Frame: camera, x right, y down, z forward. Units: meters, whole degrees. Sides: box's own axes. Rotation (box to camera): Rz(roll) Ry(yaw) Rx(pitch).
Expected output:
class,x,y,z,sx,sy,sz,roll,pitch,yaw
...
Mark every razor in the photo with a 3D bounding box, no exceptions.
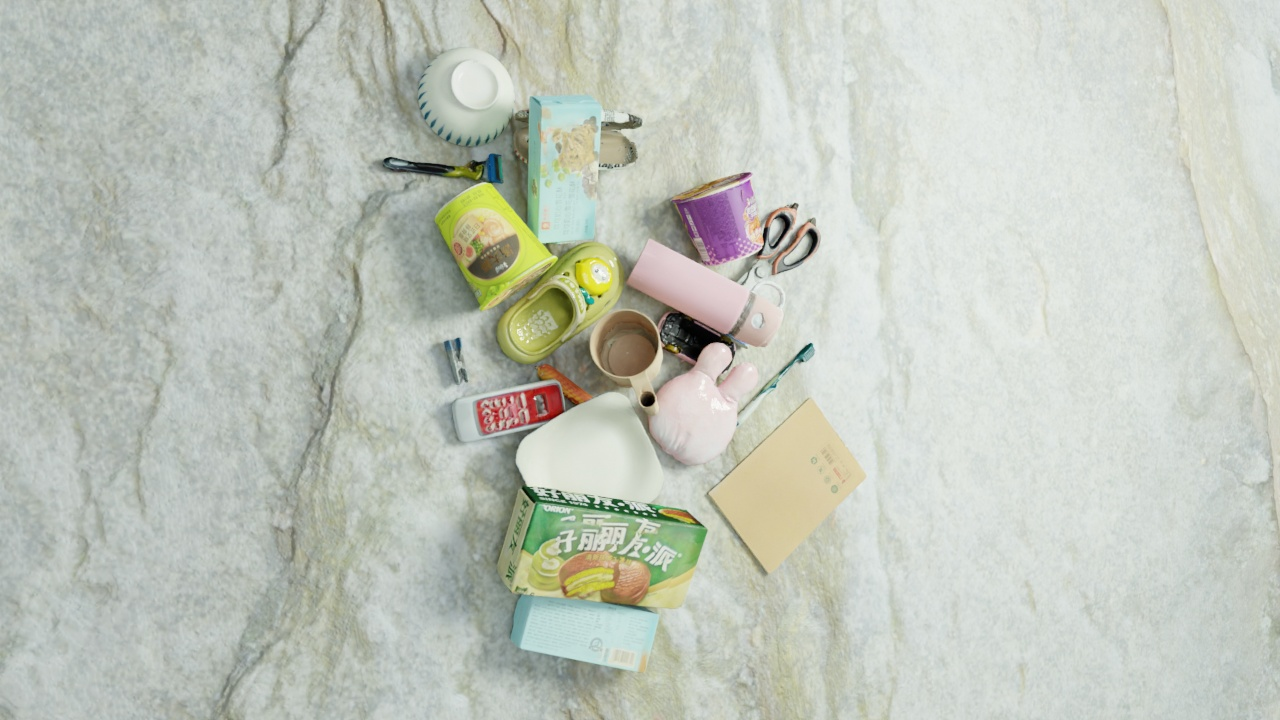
class,x,y,z,sx,sy,sz,roll,pitch,yaw
razor,-0.238,-0.231,1.108,0.142,0.022,0.042,0,61,-18

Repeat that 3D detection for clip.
class,x,y,z,sx,sy,sz,roll,pitch,yaw
clip,-0.221,0.001,1.105,0.038,0.026,0.058,-17,98,-28

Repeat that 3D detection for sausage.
class,x,y,z,sx,sy,sz,roll,pitch,yaw
sausage,-0.067,0.054,1.162,0.165,0.021,0.021,38,75,-15

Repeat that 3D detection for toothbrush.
class,x,y,z,sx,sy,sz,roll,pitch,yaw
toothbrush,0.178,0.042,1.261,0.191,0.016,0.018,-44,113,-17

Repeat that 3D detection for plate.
class,x,y,z,sx,sy,sz,roll,pitch,yaw
plate,-0.064,0.132,1.143,0.163,0.034,0.164,-29,108,-14

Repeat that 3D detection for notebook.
class,x,y,z,sx,sy,sz,roll,pitch,yaw
notebook,0.207,0.172,1.271,0.207,0.008,0.148,-41,101,-18

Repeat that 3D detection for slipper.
class,x,y,z,sx,sy,sz,roll,pitch,yaw
slipper,-0.090,-0.069,1.128,0.190,0.082,0.091,-43,105,-15

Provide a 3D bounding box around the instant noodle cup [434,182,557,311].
class,x,y,z,sx,sy,sz,roll,pitch,yaw
instant noodle cup,-0.179,-0.139,1.088,0.111,0.112,0.123,-36,92,-19

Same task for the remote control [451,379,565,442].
class,x,y,z,sx,sy,sz,roll,pitch,yaw
remote control,-0.159,0.061,1.116,0.136,0.020,0.056,-11,102,-14

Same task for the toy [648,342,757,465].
class,x,y,z,sx,sy,sz,roll,pitch,yaw
toy,0.083,0.058,1.193,0.121,0.054,0.159,36,93,-18

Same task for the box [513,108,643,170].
class,x,y,z,sx,sy,sz,roll,pitch,yaw
box,-0.078,-0.272,1.150,0.162,0.076,0.087,-4,103,-22

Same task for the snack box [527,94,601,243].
class,x,y,z,sx,sy,sz,roll,pitch,yaw
snack box,-0.093,-0.229,1.105,0.074,0.051,0.175,-8,123,-21

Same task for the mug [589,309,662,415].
class,x,y,z,sx,sy,sz,roll,pitch,yaw
mug,-0.007,0.007,1.125,0.084,0.103,0.124,-23,80,1

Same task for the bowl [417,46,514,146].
class,x,y,z,sx,sy,sz,roll,pitch,yaw
bowl,-0.204,-0.322,1.100,0.116,0.066,0.116,1,88,-21

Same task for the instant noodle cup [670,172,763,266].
class,x,y,z,sx,sy,sz,roll,pitch,yaw
instant noodle cup,0.108,-0.182,1.198,0.111,0.112,0.099,-28,107,-20

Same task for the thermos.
class,x,y,z,sx,sy,sz,roll,pitch,yaw
thermos,0.088,-0.091,1.168,0.198,0.067,0.087,25,91,-2

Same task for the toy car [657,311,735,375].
class,x,y,z,sx,sy,sz,roll,pitch,yaw
toy car,0.072,-0.022,1.212,0.122,0.037,0.056,28,83,-28

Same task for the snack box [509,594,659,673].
class,x,y,z,sx,sy,sz,roll,pitch,yaw
snack box,-0.068,0.330,1.135,0.174,0.052,0.074,18,80,-20

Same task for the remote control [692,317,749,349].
class,x,y,z,sx,sy,sz,roll,pitch,yaw
remote control,0.103,-0.065,1.231,0.125,0.024,0.049,29,78,-16

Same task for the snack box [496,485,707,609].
class,x,y,z,sx,sy,sz,roll,pitch,yaw
snack box,-0.044,0.229,1.116,0.239,0.063,0.114,14,99,-27

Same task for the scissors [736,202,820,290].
class,x,y,z,sx,sy,sz,roll,pitch,yaw
scissors,0.162,-0.140,1.248,0.208,0.015,0.185,-2,83,-26
